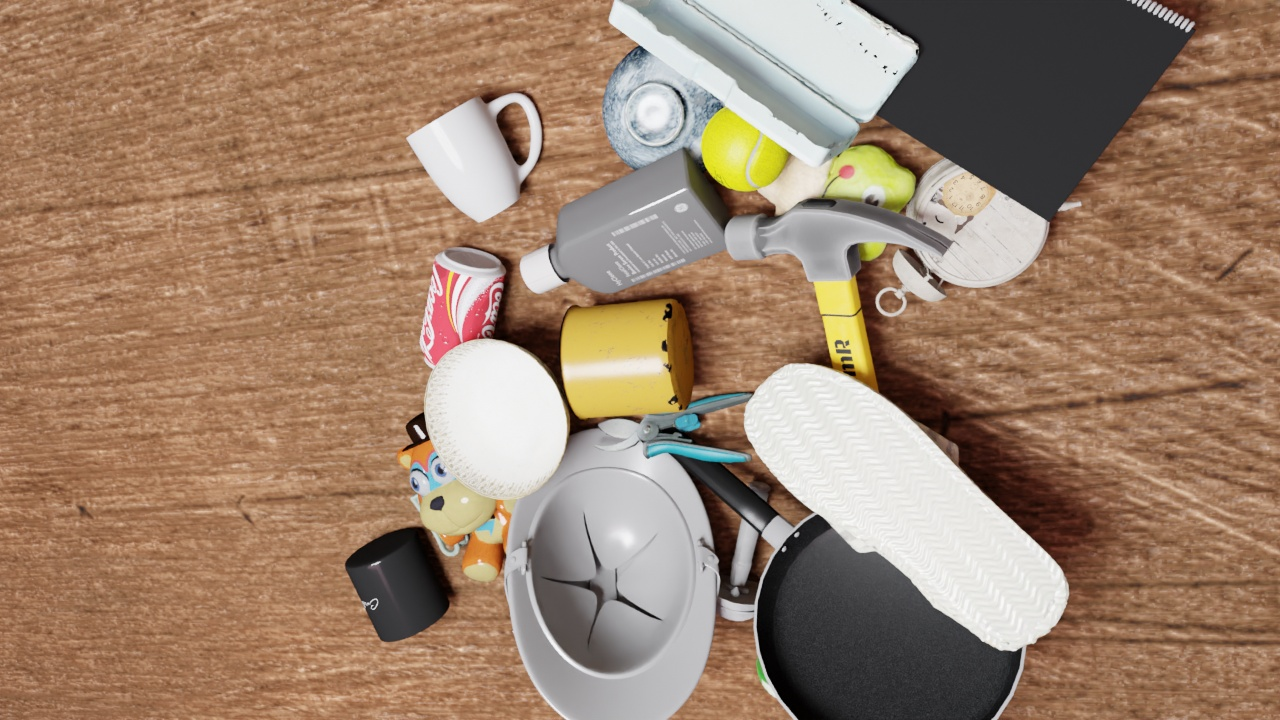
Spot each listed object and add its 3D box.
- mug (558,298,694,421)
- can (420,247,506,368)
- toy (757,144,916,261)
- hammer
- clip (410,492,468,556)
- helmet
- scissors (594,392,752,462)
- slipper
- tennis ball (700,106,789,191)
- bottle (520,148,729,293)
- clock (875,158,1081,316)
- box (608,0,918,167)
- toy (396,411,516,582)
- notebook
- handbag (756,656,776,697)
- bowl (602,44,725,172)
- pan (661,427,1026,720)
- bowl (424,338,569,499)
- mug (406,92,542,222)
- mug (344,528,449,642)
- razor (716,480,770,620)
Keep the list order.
[{"bbox_3d":[-0.005,0.005,0.792,0.094,0.100,0.124,-4,147,16],"label":"mug"},{"bbox_3d":[-0.162,-0.044,0.832,0.064,0.064,0.105,20,113,9],"label":"can"},{"bbox_3d":[0.148,-0.132,0.721,0.118,0.043,0.092,27,117,8],"label":"toy"},{"bbox_3d":[0.180,0.023,0.743,0.170,0.033,0.325,3,121,37],"label":"hammer"},{"bbox_3d":[-0.204,0.163,0.937,0.023,0.042,0.076,-27,98,24],"label":"clip"},{"bbox_3d":[-0.030,0.204,0.830,0.183,0.270,0.118,1,149,-7],"label":"helmet"},{"bbox_3d":[0.038,0.063,0.818,0.156,0.019,0.124,-40,59,-1],"label":"scissors"},{"bbox_3d":[0.198,0.105,0.703,0.272,0.054,0.114,40,105,19],"label":"slipper"},{"bbox_3d":[0.079,-0.161,0.694,0.065,0.065,0.065,5,110,15],"label":"tennis ball"},{"bbox_3d":[-0.020,-0.101,0.759,0.174,0.046,0.083,-20,144,23],"label":"bottle"},{"bbox_3d":[0.241,-0.090,0.698,0.103,0.061,0.157,43,113,0],"label":"clock"},{"bbox_3d":[0.087,-0.234,0.667,0.197,0.074,0.126,39,94,13],"label":"box"},{"bbox_3d":[-0.165,0.126,0.883,0.112,0.096,0.176,-30,87,30],"label":"toy"},{"bbox_3d":[0.244,-0.217,0.643,0.207,0.016,0.149,38,108,16],"label":"notebook"},{"bbox_3d":[0.188,0.283,0.795,0.176,0.151,0.074,17,112,11],"label":"handbag"},{"bbox_3d":[0.018,-0.198,0.728,0.114,0.060,0.114,5,109,14],"label":"bowl"},{"bbox_3d":[0.143,0.168,0.763,0.204,0.044,0.356,-48,58,-5],"label":"pan"},{"bbox_3d":[-0.115,0.045,0.813,0.145,0.063,0.145,6,105,24],"label":"bowl"},{"bbox_3d":[-0.129,-0.177,0.782,0.107,0.071,0.089,-32,108,-4],"label":"mug"},{"bbox_3d":[-0.262,0.232,0.958,0.114,0.078,0.088,-9,107,46],"label":"mug"},{"bbox_3d":[0.096,0.167,0.833,0.047,0.088,0.116,13,92,8],"label":"razor"}]
